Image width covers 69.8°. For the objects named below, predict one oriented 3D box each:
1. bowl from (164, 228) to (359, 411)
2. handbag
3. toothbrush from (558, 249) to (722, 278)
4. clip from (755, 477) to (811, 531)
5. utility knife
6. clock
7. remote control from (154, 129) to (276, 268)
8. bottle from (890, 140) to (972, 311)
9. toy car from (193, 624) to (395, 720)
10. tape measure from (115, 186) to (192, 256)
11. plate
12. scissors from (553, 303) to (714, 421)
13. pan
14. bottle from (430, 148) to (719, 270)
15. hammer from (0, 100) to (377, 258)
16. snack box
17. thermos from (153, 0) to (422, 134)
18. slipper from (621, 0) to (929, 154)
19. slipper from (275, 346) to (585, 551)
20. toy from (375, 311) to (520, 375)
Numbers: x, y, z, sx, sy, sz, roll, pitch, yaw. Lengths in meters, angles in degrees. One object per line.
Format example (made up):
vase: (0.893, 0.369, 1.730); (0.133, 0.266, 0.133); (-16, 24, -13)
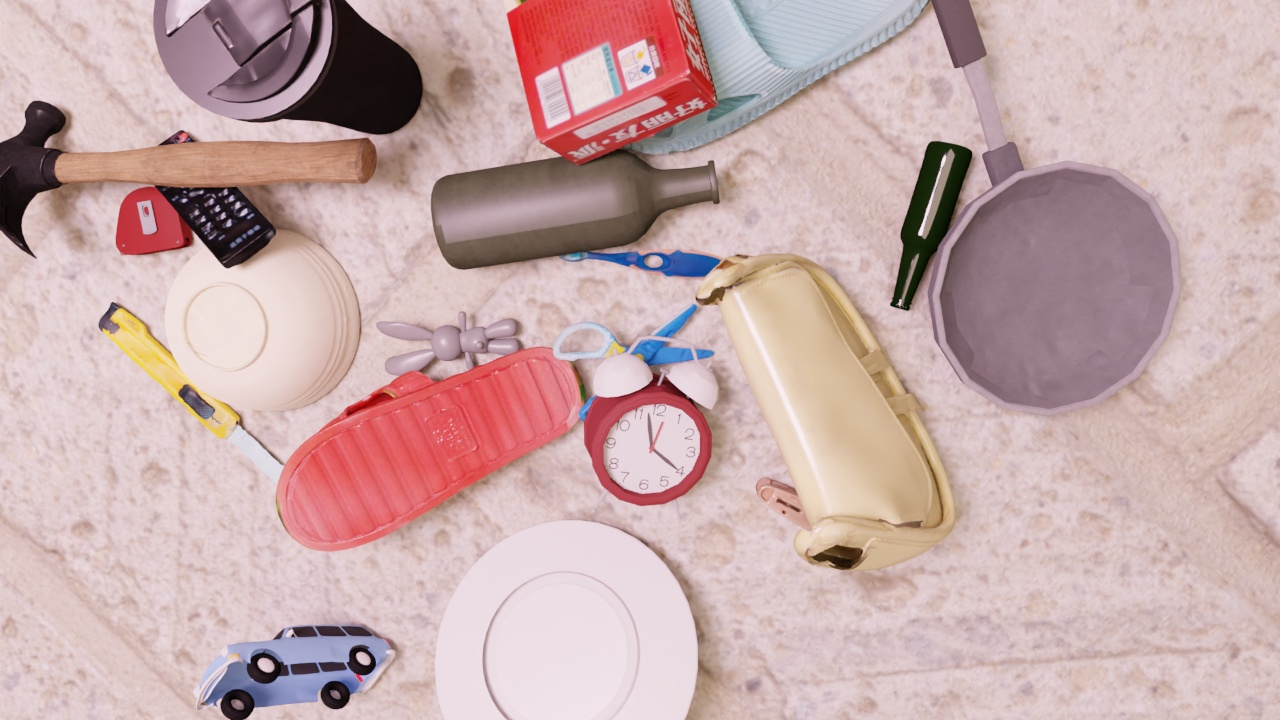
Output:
bowl: (-0.305, -0.029, 0.714); (0.151, 0.075, 0.151); (1, 97, 5)
handbag: (0.129, 0.034, 0.633); (0.089, 0.190, 0.232); (-27, 81, 25)
toothbrush: (0.002, -0.077, 0.706); (0.135, 0.017, 0.021); (6, 102, 5)
clip: (0.117, 0.111, 0.711); (0.061, 0.049, 0.026); (37, 99, 28)
utility knife: (-0.363, 0.033, 0.759); (0.218, 0.019, 0.030); (42, 108, -3)
clock: (0.007, 0.049, 0.690); (0.096, 0.048, 0.138); (7, 106, -13)
remote control: (-0.331, -0.123, 0.701); (0.047, 0.022, 0.150); (-41, 63, -13)
bottle: (0.209, -0.097, 0.674); (0.033, 0.033, 0.123); (16, 99, 4)
toy car: (-0.269, 0.239, 0.718); (0.056, 0.153, 0.055); (-52, 53, 17)
tape measure: (-0.397, -0.113, 0.740); (0.059, 0.019, 0.051); (-8, 96, 7)
plate: (-0.061, 0.225, 0.702); (0.209, 0.015, 0.208); (-4, 69, 10)
scissors: (-0.008, -0.010, 0.704); (0.131, 0.018, 0.110); (-41, 111, 3)
pan: (0.253, -0.131, 0.636); (0.178, 0.041, 0.357); (-24, 103, 1)
bottle: (-0.046, -0.116, 0.678); (0.207, 0.071, 0.071); (-8, 96, 7)
hammer: (-0.345, -0.141, 0.680); (0.306, 0.040, 0.132); (1, 59, 10)
snack box: (-0.035, -0.265, 0.622); (0.113, 0.060, 0.236); (-19, 79, 22)
thermos: (-0.215, -0.200, 0.610); (0.106, 0.218, 0.106); (1, 97, 5)
slipper: (0.080, -0.236, 0.654); (0.276, 0.069, 0.116); (-24, 97, 8)
slipper: (-0.164, 0.059, 0.715); (0.248, 0.059, 0.103); (-27, 109, -8)
toy: (-0.151, -0.014, 0.723); (0.112, 0.030, 0.049); (-5, 111, 1)
